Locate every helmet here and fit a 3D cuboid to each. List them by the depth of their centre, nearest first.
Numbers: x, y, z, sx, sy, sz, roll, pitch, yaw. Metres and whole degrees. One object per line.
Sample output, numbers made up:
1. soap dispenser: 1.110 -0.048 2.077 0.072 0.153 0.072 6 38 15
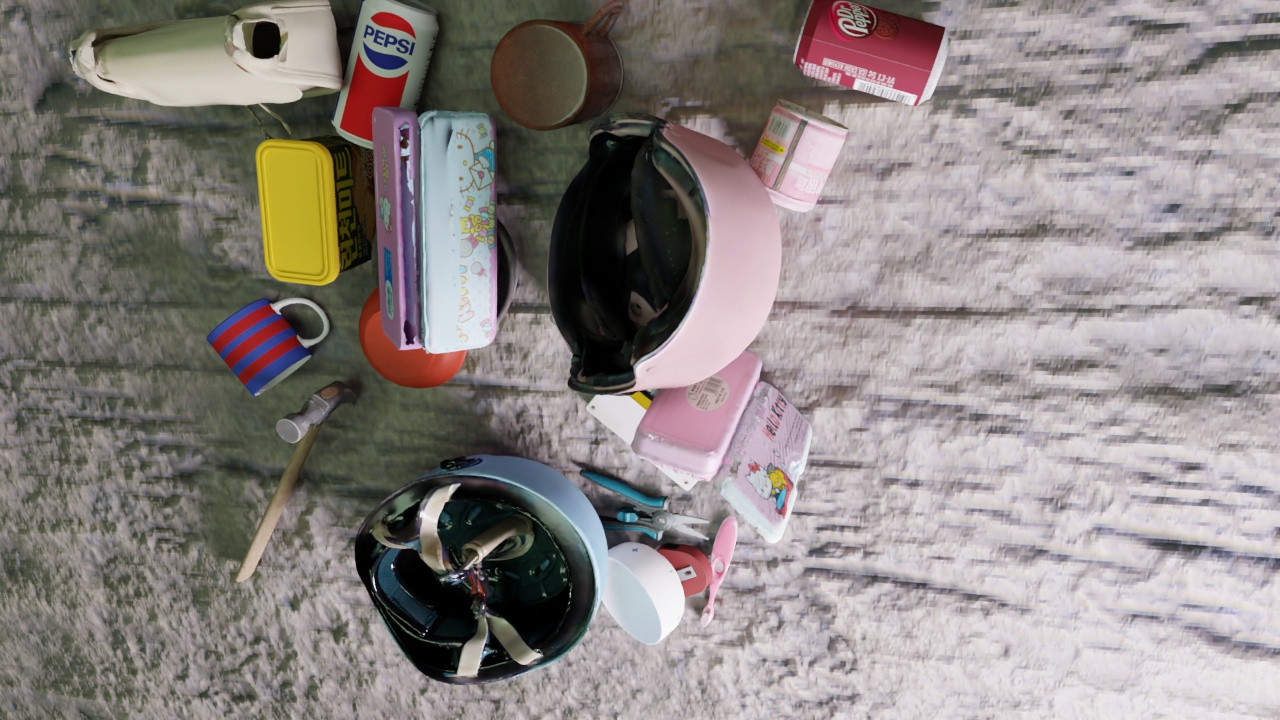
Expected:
1. helmet: 0.020 -0.086 0.773 0.256 0.152 0.230 -8 82 58
2. helmet: -0.143 0.191 0.922 0.266 0.166 0.225 -17 103 28

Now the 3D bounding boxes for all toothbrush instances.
1. toothbrush: 0.081 0.222 0.960 0.021 0.016 0.135 16 112 14

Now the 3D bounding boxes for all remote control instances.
1. remote control: 0.011 0.072 0.928 0.136 0.011 0.050 39 113 -1

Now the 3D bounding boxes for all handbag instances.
1. handbag: -0.362 -0.248 0.811 0.229 0.183 0.132 1 108 24

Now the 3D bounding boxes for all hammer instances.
1. hammer: -0.395 0.147 1.019 0.031 0.119 0.332 34 122 1

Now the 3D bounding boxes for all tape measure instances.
1. tape measure: 0.046 0.215 0.956 0.052 0.019 0.059 -28 92 37

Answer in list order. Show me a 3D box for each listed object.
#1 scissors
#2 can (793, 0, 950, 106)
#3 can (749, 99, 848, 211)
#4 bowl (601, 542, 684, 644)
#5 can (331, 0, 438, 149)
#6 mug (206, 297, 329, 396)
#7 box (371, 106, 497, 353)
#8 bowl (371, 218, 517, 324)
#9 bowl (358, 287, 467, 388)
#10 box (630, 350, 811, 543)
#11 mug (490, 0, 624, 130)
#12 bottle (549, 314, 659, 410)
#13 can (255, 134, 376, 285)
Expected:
1. scissors: -0.008 0.156 0.958 0.151 0.019 0.120 -24 98 19
2. can: 0.187 -0.251 0.744 0.114 0.063 0.063 19 112 8
3. can: 0.131 -0.174 0.783 0.067 0.067 0.076 25 112 5
4. bowl: 0.004 0.235 0.951 0.105 0.054 0.105 31 135 36
5. can: -0.234 -0.266 0.843 0.070 0.070 0.132 25 113 5
6. mug: -0.387 -0.026 0.971 0.112 0.075 0.076 -38 97 -4
7. box: -0.181 -0.118 0.827 0.092 0.090 0.214 -8 112 -29
8. bowl: -0.178 -0.095 0.889 0.145 0.067 0.145 5 109 13
9. bowl: -0.242 -0.023 0.948 0.122 0.035 0.122 5 109 13
10. box: 0.084 0.056 0.801 0.155 0.200 0.059 30 120 3
11. mug: -0.060 -0.257 0.784 0.096 0.110 0.123 38 114 -6
12. bottle: -0.005 0.005 0.887 0.186 0.053 0.053 40 113 -1
13. can: -0.305 -0.149 0.885 0.072 0.100 0.131 7 110 12
